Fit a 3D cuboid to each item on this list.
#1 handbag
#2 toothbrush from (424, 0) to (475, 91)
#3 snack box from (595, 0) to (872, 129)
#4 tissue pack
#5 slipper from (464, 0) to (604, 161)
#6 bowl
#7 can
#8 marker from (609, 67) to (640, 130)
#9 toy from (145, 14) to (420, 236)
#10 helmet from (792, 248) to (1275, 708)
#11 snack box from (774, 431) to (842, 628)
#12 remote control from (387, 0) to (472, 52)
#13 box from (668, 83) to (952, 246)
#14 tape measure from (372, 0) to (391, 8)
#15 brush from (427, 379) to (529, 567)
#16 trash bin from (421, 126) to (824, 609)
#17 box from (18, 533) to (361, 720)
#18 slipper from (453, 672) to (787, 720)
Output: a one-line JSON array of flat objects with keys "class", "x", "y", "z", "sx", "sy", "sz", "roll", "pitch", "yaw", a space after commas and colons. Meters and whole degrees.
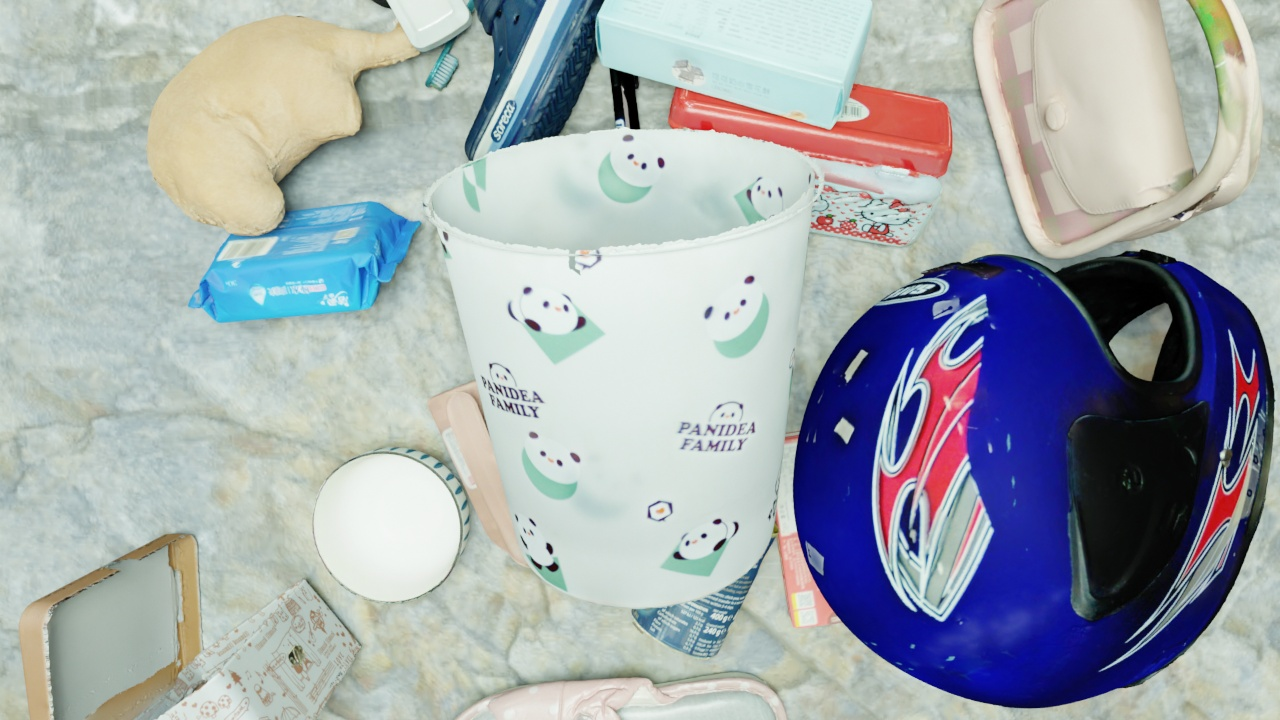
[{"class": "handbag", "x": 0.303, "y": -0.165, "z": 0.569, "sx": 0.093, "sy": 0.234, "sz": 0.193, "roll": -17, "pitch": 95, "yaw": 2}, {"class": "toothbrush", "x": -0.109, "y": -0.287, "z": 0.686, "sx": 0.018, "sy": 0.016, "sz": 0.192, "roll": 31, "pitch": 97, "yaw": -11}, {"class": "snack box", "x": 0.062, "y": -0.221, "z": 0.622, "sx": 0.175, "sy": 0.052, "sz": 0.074, "roll": 19, "pitch": 69, "yaw": 10}, {"class": "tissue pack", "x": -0.245, "y": -0.072, "z": 0.678, "sx": 0.157, "sy": 0.094, "sz": 0.052, "roll": -6, "pitch": 126, "yaw": 4}, {"class": "slipper", "x": -0.070, "y": -0.249, "z": 0.643, "sx": 0.095, "sy": 0.105, "sz": 0.253, "roll": 27, "pitch": 98, "yaw": 2}, {"class": "bowl", "x": -0.185, "y": 0.121, "z": 0.709, "sx": 0.116, "sy": 0.066, "sz": 0.116, "roll": 0, "pitch": 96, "yaw": 5}, {"class": "can", "x": 0.048, "y": 0.161, "z": 0.699, "sx": 0.075, "sy": 0.075, "sz": 0.111, "roll": 25, "pitch": 97, "yaw": 0}, {"class": "marker", "x": -0.008, "y": -0.172, "z": 0.693, "sx": 0.022, "sy": 0.020, "sz": 0.132, "roll": -8, "pitch": 95, "yaw": -18}, {"class": "toy", "x": -0.260, "y": -0.195, "z": 0.670, "sx": 0.143, "sy": 0.082, "sz": 0.226, "roll": 39, "pitch": 84, "yaw": 10}, {"class": "helmet", "x": 0.228, "y": 0.052, "z": 0.586, "sx": 0.240, "sy": 0.248, "sz": 0.315, "roll": 22, "pitch": 82, "yaw": -17}, {"class": "snack box", "x": 0.144, "y": 0.129, "z": 0.716, "sx": 0.075, "sy": 0.025, "sz": 0.153, "roll": -9, "pitch": 96, "yaw": 3}, {"class": "remote control", "x": -0.170, "y": -0.285, "z": 0.651, "sx": 0.049, "sy": 0.024, "sz": 0.125, "roll": -30, "pitch": 95, "yaw": 3}, {"class": "box", "x": 0.116, "y": -0.144, "z": 0.676, "sx": 0.201, "sy": 0.095, "sz": 0.102, "roll": 11, "pitch": 138, "yaw": 2}, {"class": "tape measure", "x": -0.183, "y": -0.297, "z": 0.679, "sx": 0.066, "sy": 0.033, "sz": 0.066, "roll": -1, "pitch": 95, "yaw": 0}, {"class": "brush", "x": -0.108, "y": 0.086, "z": 0.700, "sx": 0.063, "sy": 0.073, "sz": 0.145, "roll": -20, "pitch": 97, "yaw": 4}, {"class": "trash bin", "x": -0.003, "y": 0.003, "z": 0.589, "sx": 0.229, "sy": 0.229, "sz": 0.252, "roll": -2, "pitch": 118, "yaw": 3}, {"class": "box", "x": -0.340, "y": 0.216, "z": 0.674, "sx": 0.154, "sy": 0.182, "sz": 0.185, "roll": -34, "pitch": 97, "yaw": 5}, {"class": "slipper", "x": -0.019, "y": 0.301, "z": 0.714, "sx": 0.274, "sy": 0.054, "sz": 0.114, "roll": -4, "pitch": 93, "yaw": -3}]
